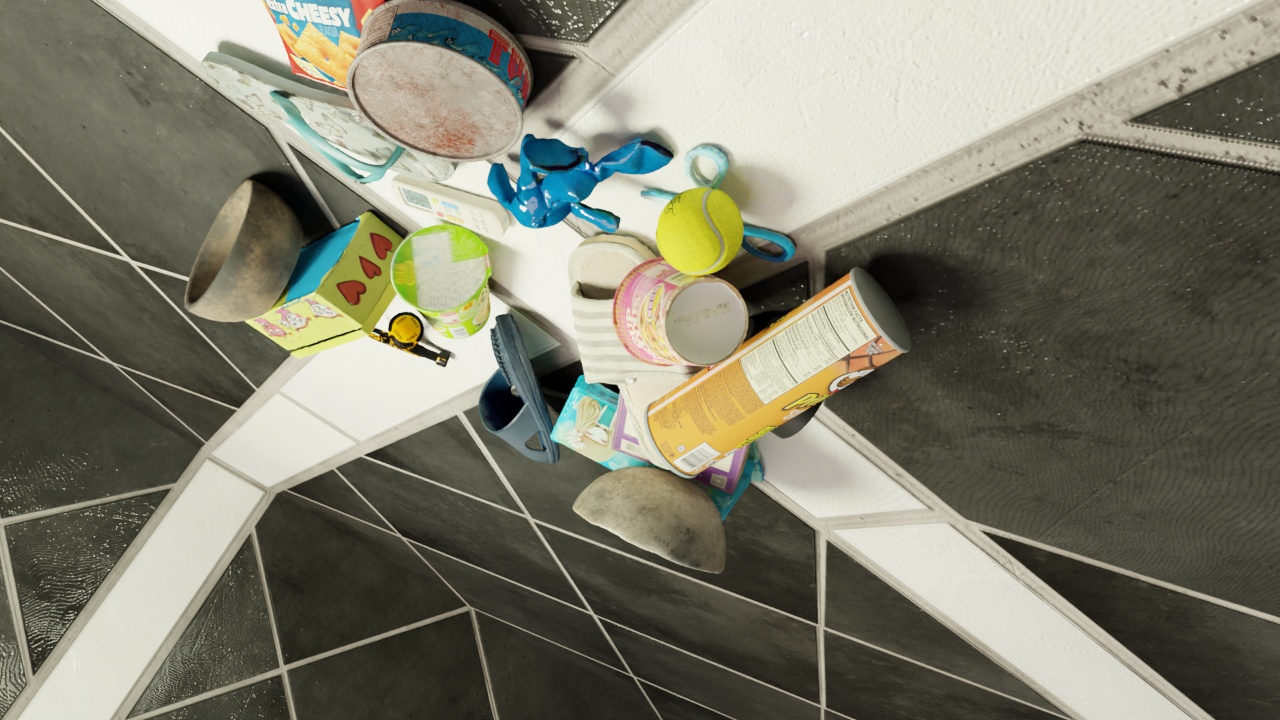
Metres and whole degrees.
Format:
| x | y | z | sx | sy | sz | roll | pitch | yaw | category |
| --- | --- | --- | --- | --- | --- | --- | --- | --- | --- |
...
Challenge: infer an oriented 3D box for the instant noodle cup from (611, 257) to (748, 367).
| x | y | z | sx | sy | sz | roll | pitch | yaw | category |
| --- | --- | --- | --- | --- | --- | --- | --- | --- | --- |
| 0.036 | -0.036 | 0.757 | 0.097 | 0.097 | 0.109 | 36 | 177 | -17 | instant noodle cup |

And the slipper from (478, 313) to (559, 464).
| x | y | z | sx | sy | sz | roll | pitch | yaw | category |
| --- | --- | --- | --- | --- | --- | --- | --- | --- | --- |
| -0.156 | 0.050 | 1.102 | 0.082 | 0.101 | 0.264 | -19 | 144 | -7 | slipper |

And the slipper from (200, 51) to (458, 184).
| x | y | z | sx | sy | sz | roll | pitch | yaw | category |
| --- | --- | --- | --- | --- | --- | --- | --- | --- | --- |
| -0.286 | -0.204 | 0.834 | 0.269 | 0.054 | 0.098 | 23 | 165 | 14 | slipper |

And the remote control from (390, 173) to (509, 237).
| x | y | z | sx | sy | sz | roll | pitch | yaw | category |
| --- | --- | --- | --- | --- | --- | --- | --- | --- | --- |
| -0.184 | -0.150 | 0.885 | 0.126 | 0.018 | 0.038 | 19 | 152 | 16 | remote control |

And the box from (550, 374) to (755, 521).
| x | y | z | sx | sy | sz | roll | pitch | yaw | category |
| --- | --- | --- | --- | --- | --- | --- | --- | --- | --- |
| 0.008 | 0.114 | 1.095 | 0.227 | 0.085 | 0.170 | 27 | 161 | -1 | box |

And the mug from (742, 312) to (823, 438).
| x | y | z | sx | sy | sz | roll | pitch | yaw | category |
| --- | --- | --- | --- | --- | --- | --- | --- | --- | --- |
| 0.124 | 0.005 | 0.829 | 0.088 | 0.078 | 0.114 | 33 | 126 | -12 | mug |

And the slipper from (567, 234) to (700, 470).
| x | y | z | sx | sy | sz | roll | pitch | yaw | category |
| --- | --- | --- | --- | --- | --- | --- | --- | --- | --- |
| 0.003 | 0.006 | 0.878 | 0.115 | 0.053 | 0.273 | -6 | 124 | 26 | slipper |

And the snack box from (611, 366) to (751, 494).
| x | y | z | sx | sy | sz | roll | pitch | yaw | category |
| --- | --- | --- | --- | --- | --- | --- | --- | --- | --- |
| 0.049 | 0.055 | 0.954 | 0.143 | 0.040 | 0.148 | 20 | 130 | 12 | snack box |

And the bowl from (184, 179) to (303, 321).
| x | y | z | sx | sy | sz | roll | pitch | yaw | category |
| --- | --- | --- | --- | --- | --- | --- | --- | --- | --- |
| -0.440 | -0.115 | 1.029 | 0.070 | 0.162 | 0.163 | 27 | 158 | -36 | bowl |

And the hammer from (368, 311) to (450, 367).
| x | y | z | sx | sy | sz | roll | pitch | yaw | category |
| --- | --- | --- | --- | --- | --- | --- | --- | --- | --- |
| -0.276 | -0.027 | 1.064 | 0.123 | 0.036 | 0.321 | 22 | 173 | -12 | hammer |

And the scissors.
| x | y | z | sx | sy | sz | roll | pitch | yaw | category |
| --- | --- | --- | --- | --- | --- | --- | --- | --- | --- |
| 0.064 | -0.115 | 0.728 | 0.139 | 0.011 | 0.134 | 25 | 151 | 1 | scissors |

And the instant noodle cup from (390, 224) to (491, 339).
| x | y | z | sx | sy | sz | roll | pitch | yaw | category |
| --- | --- | --- | --- | --- | --- | --- | --- | --- | --- |
| -0.199 | -0.074 | 0.959 | 0.099 | 0.098 | 0.108 | 23 | 161 | 8 | instant noodle cup |

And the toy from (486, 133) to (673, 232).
| x | y | z | sx | sy | sz | roll | pitch | yaw | category |
| --- | --- | --- | --- | --- | --- | --- | --- | --- | --- |
| -0.071 | -0.143 | 0.728 | 0.112 | 0.071 | 0.177 | 14 | 168 | -38 | toy |

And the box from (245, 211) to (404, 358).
| x | y | z | sx | sy | sz | roll | pitch | yaw | category |
| --- | --- | --- | --- | --- | --- | --- | --- | --- | --- |
| -0.352 | -0.081 | 1.047 | 0.222 | 0.124 | 0.083 | -10 | 138 | 46 | box |

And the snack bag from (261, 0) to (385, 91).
| x | y | z | sx | sy | sz | roll | pitch | yaw | category |
| --- | --- | --- | --- | --- | --- | --- | --- | --- | --- |
| -0.239 | -0.257 | 0.716 | 0.131 | 0.039 | 0.144 | 21 | 159 | 8 | snack bag |

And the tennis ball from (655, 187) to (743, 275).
| x | y | z | sx | sy | sz | roll | pitch | yaw | category |
| --- | --- | --- | --- | --- | --- | --- | --- | --- | --- |
| 0.045 | -0.097 | 0.692 | 0.065 | 0.065 | 0.065 | 21 | 153 | 11 | tennis ball |

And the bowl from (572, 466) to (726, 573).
| x | y | z | sx | sy | sz | roll | pitch | yaw | category |
| --- | --- | --- | --- | --- | --- | --- | --- | --- | --- |
| 0.021 | 0.161 | 0.999 | 0.178 | 0.081 | 0.178 | 21 | 176 | 2 | bowl |

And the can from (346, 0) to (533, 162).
| x | y | z | sx | sy | sz | roll | pitch | yaw | category |
| --- | --- | --- | --- | --- | --- | --- | --- | --- | --- |
| -0.148 | -0.205 | 0.683 | 0.130 | 0.044 | 0.130 | 7 | 156 | 3 | can |

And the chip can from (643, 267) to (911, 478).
| x | y | z | sx | sy | sz | roll | pitch | yaw | category |
| --- | --- | --- | --- | --- | --- | --- | --- | --- | --- |
| 0.106 | 0.015 | 0.745 | 0.216 | 0.075 | 0.075 | -35 | 119 | 29 | chip can |

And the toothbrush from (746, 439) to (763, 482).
| x | y | z | sx | sy | sz | roll | pitch | yaw | category |
| --- | --- | --- | --- | --- | --- | --- | --- | --- | --- |
| 0.131 | 0.114 | 1.069 | 0.022 | 0.017 | 0.135 | 16 | 151 | 20 | toothbrush |
